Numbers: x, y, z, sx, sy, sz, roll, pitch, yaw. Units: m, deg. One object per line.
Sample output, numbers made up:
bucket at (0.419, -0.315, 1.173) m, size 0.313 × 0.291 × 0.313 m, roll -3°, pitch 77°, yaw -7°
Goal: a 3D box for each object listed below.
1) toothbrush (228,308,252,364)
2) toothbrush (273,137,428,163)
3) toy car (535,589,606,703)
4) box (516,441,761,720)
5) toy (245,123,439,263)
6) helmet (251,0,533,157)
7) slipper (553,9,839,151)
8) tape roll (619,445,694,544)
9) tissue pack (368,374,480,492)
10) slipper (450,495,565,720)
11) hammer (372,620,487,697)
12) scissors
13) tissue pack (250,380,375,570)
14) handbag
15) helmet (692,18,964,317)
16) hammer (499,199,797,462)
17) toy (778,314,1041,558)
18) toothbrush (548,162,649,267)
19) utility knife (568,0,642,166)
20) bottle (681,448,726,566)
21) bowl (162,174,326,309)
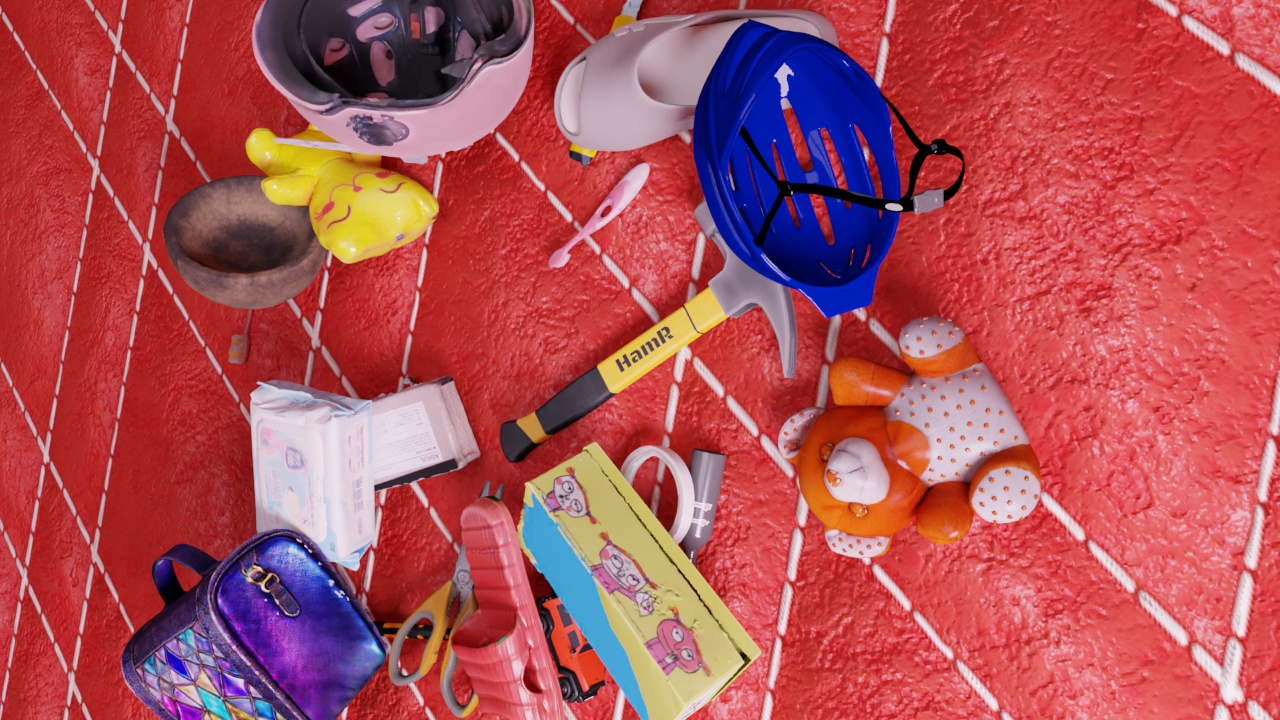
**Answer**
toothbrush at (-0.456, -0.087, 1.073) m, size 0.015 × 0.015 × 0.184 m, roll 9°, pitch 88°, yaw 33°
toothbrush at (-0.279, -0.206, 0.904) m, size 0.010 × 0.181 × 0.010 m, roll 46°, pitch 118°, yaw 20°
toy car at (-0.059, 0.254, 0.826) m, size 0.049 × 0.051 × 0.100 m, roll -30°, pitch 73°, yaw 23°
box at (-0.012, 0.190, 0.765) m, size 0.221 × 0.081 × 0.125 m, roll 51°, pitch 150°, yaw 24°
toy at (-0.316, -0.174, 0.956) m, size 0.194 × 0.134 × 0.088 m, roll 40°, pitch 146°, yaw 18°
helmet at (-0.226, -0.293, 0.881) m, size 0.255 × 0.153 × 0.229 m, roll -13°, pitch 68°, yaw -5°
slipper at (0.035, -0.255, 0.800) m, size 0.266 × 0.080 × 0.113 m, roll -3°, pitch 89°, yaw 21°
tape roll at (0.011, 0.121, 0.804) m, size 0.093 × 0.013 × 0.093 m, roll -7°, pitch 82°, yaw 49°
tissue pack at (-0.253, 0.075, 0.938) m, size 0.182 × 0.071 × 0.104 m, roll -18°, pitch 93°, yaw 27°
slipper at (-0.131, 0.248, 0.815) m, size 0.104 × 0.059 × 0.248 m, roll -23°, pitch 80°, yaw 52°
hammer at (-0.282, 0.273, 0.948) m, size 0.321 × 0.036 × 0.123 m, roll -3°, pitch 84°, yaw 24°
scissors at (-0.163, 0.228, 0.880) m, size 0.134 × 0.016 × 0.228 m, roll 27°, pitch 93°, yaw 22°
tissue pack at (-0.322, 0.114, 0.901) m, size 0.112 × 0.069 × 0.182 m, roll 9°, pitch 107°, yaw 19°
handbag at (-0.385, 0.270, 0.886) m, size 0.205 × 0.125 × 0.222 m, roll -35°, pitch 97°, yaw 34°
helmet at (0.135, -0.154, 0.676) m, size 0.147 × 0.228 × 0.241 m, roll -17°, pitch 95°, yaw -15°
hammer at (-0.005, 0.005, 0.835) m, size 0.325 × 0.034 × 0.169 m, roll -34°, pitch 73°, yaw 21°
toy at (0.195, 0.068, 0.695) m, size 0.173 × 0.092 × 0.163 m, roll -32°, pitch 74°, yaw 22°
toothbrush at (-0.039, -0.136, 0.871) m, size 0.135 × 0.016 × 0.021 m, roll -44°, pitch 69°, yaw 14°
utility knife at (-0.023, -0.291, 0.873) m, size 0.030 × 0.019 × 0.219 m, roll 23°, pitch 101°, yaw 20°
bottle at (0.049, 0.134, 0.794) m, size 0.030 × 0.030 × 0.113 m, roll 11°, pitch 90°, yaw 27°
bowl at (-0.421, -0.122, 0.992) m, size 0.162 × 0.161 × 0.070 m, roll 45°, pitch 145°, yaw 22°
